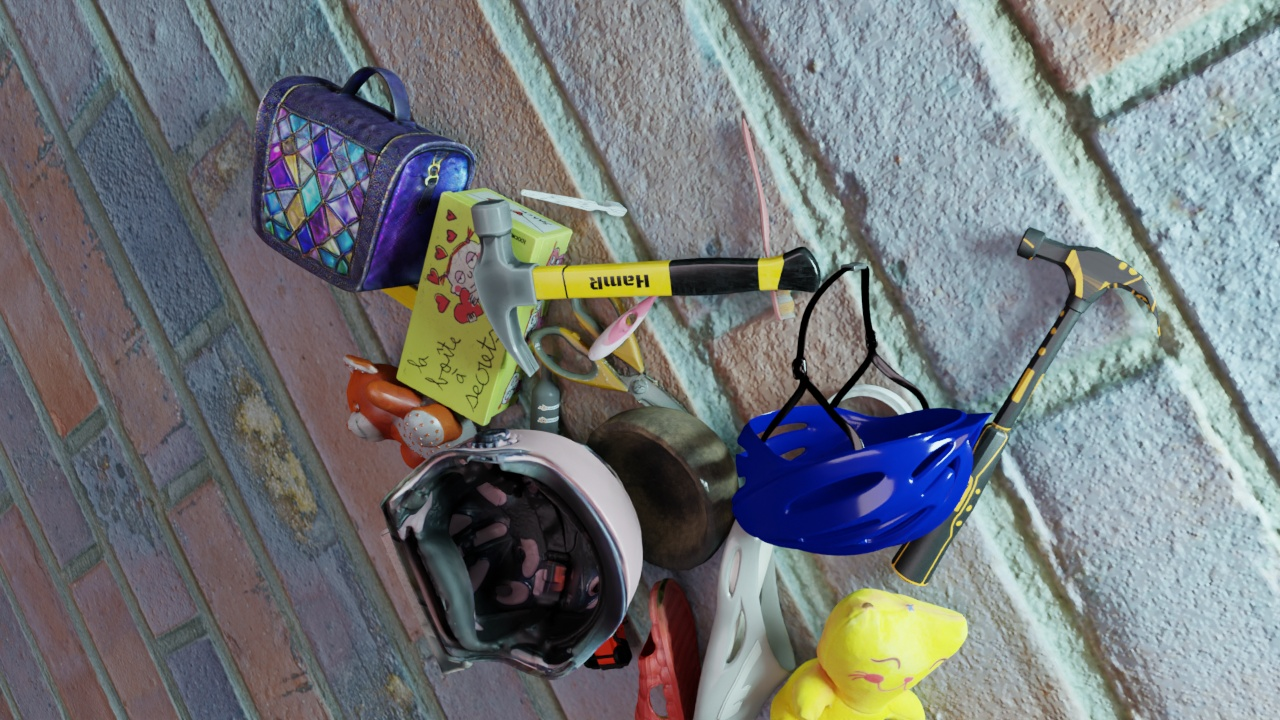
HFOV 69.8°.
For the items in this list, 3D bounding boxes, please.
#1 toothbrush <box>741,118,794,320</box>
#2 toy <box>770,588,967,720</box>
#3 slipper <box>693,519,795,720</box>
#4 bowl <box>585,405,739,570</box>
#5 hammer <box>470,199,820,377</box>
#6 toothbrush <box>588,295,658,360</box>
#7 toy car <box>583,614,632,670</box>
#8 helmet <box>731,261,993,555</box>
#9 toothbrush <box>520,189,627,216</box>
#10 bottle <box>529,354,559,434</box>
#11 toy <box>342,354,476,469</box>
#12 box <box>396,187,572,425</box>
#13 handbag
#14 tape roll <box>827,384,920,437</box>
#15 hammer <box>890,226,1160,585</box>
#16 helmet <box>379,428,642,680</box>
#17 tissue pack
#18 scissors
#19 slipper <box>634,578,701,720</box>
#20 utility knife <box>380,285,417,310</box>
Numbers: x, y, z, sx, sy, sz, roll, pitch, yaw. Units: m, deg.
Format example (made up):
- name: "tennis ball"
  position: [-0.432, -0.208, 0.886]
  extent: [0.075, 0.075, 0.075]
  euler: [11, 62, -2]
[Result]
- name: "toothbrush"
  position: [0.113, -0.127, 0.827]
  extent: [0.016, 0.015, 0.184]
  euler: [-10, 95, 29]
- name: "toy"
  position: [0.199, 0.281, 0.828]
  extent: [0.087, 0.134, 0.194]
  euler: [-109, 36, -54]
- name: "slipper"
  position: [0.111, 0.262, 0.873]
  extent: [0.081, 0.112, 0.266]
  euler: [12, 102, 16]
- name: "bowl"
  position: [0.026, 0.115, 0.881]
  extent: [0.162, 0.070, 0.162]
  euler: [23, 128, 32]
- name: "hammer"
  position: [0.000, -0.070, 0.843]
  extent: [0.325, 0.034, 0.170]
  euler: [-1, 111, 16]
- name: "toothbrush"
  position: [-0.004, -0.046, 0.900]
  extent: [0.135, 0.016, 0.021]
  euler: [-44, 83, 21]
- name: "toy car"
  position: [-0.041, 0.282, 0.990]
  extent: [0.051, 0.048, 0.100]
  euler: [-18, 92, 31]
- name: "helmet"
  position: [0.155, 0.044, 0.745]
  extent: [0.242, 0.147, 0.227]
  euler: [-16, 91, 41]
- name: "toothbrush"
  position: [-0.059, -0.144, 0.826]
  extent: [0.010, 0.181, 0.010]
  euler: [44, 110, 18]
- name: "bottle"
  position: [-0.102, 0.049, 0.984]
  extent: [0.030, 0.030, 0.113]
  euler: [13, 107, 28]
- name: "toy"
  position: [-0.268, 0.067, 1.038]
  extent: [0.172, 0.092, 0.164]
  euler: [32, 156, 21]
- name: "box"
  position: [-0.167, -0.056, 0.964]
  extent: [0.124, 0.081, 0.221]
  euler: [29, 113, 15]
- name: "handbag"
  position: [-0.300, -0.203, 0.988]
  extent: [0.205, 0.125, 0.222]
  euler: [29, 113, 22]
- name: "tape roll"
  position: [0.202, 0.067, 0.819]
  extent: [0.093, 0.013, 0.093]
  euler: [7, 105, 29]
- name: "hammer"
  position: [0.297, 0.057, 0.751]
  extent: [0.123, 0.036, 0.321]
  euler: [31, 113, 20]
- name: "helmet"
  position: [-0.101, 0.166, 0.861]
  extent: [0.256, 0.152, 0.230]
  euler: [-22, 96, 32]
- name: "tissue pack"
  position: [-0.236, 0.265, 1.076]
  extent: [0.071, 0.103, 0.181]
  euler: [-28, 88, 17]
- name: "scissors"
  position: [-0.005, 0.006, 0.923]
  extent: [0.228, 0.016, 0.134]
  euler: [33, 105, 12]
- name: "slipper"
  position: [0.027, 0.345, 0.934]
  extent: [0.059, 0.103, 0.249]
  euler: [-7, 100, 17]
- name: "utility knife"
  position: [-0.294, -0.092, 1.072]
  extent: [0.219, 0.019, 0.030]
  euler: [30, 109, 16]
